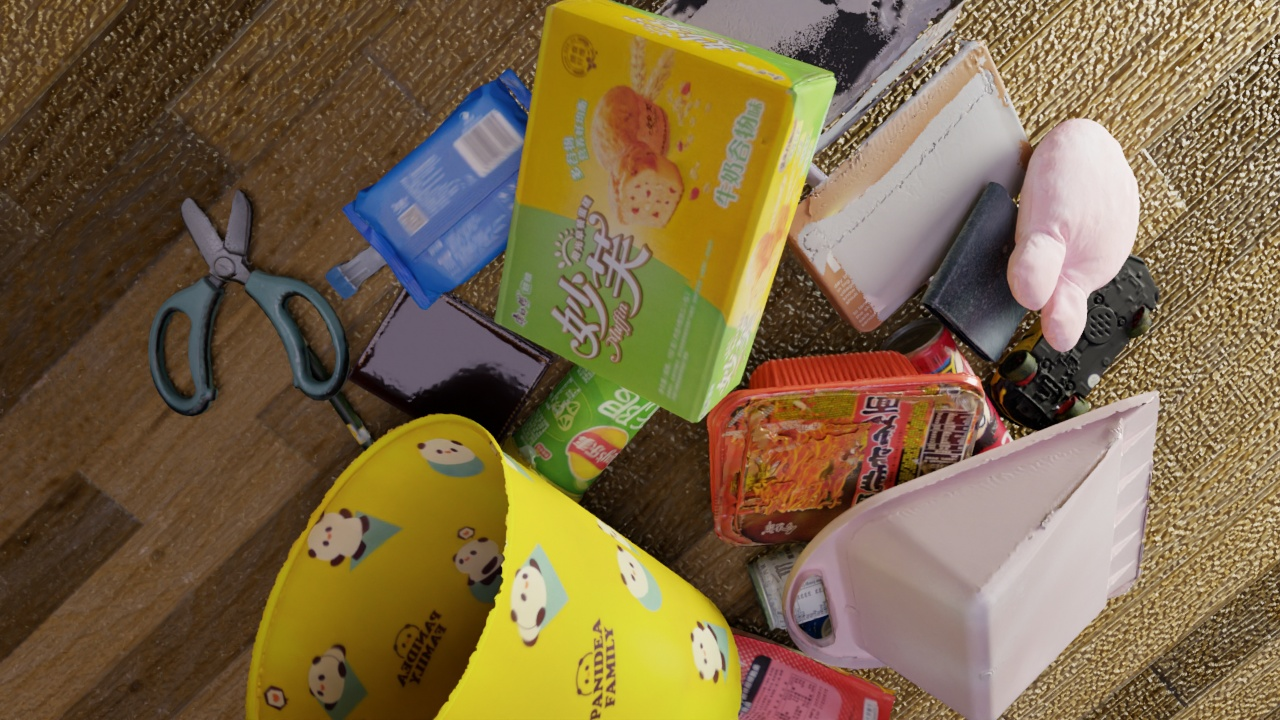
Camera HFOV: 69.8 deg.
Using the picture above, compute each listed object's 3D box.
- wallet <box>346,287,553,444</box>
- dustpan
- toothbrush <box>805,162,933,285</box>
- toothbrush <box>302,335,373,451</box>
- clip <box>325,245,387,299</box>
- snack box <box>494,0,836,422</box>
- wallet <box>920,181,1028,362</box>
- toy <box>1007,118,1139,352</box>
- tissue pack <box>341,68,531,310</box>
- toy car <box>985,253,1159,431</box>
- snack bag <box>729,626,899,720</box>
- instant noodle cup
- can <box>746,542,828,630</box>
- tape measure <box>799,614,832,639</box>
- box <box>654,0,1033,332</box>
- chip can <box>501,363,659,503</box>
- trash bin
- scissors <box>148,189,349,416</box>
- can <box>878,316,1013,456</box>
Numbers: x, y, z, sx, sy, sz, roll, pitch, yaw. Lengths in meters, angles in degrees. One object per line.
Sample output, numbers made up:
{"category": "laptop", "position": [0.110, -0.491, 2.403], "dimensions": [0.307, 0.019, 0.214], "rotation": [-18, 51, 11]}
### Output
{"category": "wallet", "position": [-0.140, 0.006, 0.683], "dimensions": [0.122, 0.020, 0.096], "rotation": [33, 95, -11]}
{"category": "dustpan", "position": [0.248, 0.143, 0.691], "dimensions": [0.272, 0.139, 0.223], "rotation": [-35, 130, -23]}
{"category": "toothbrush", "position": [0.168, -0.104, 0.680], "dimensions": [0.189, 0.029, 0.021], "rotation": [37, 136, -12]}
{"category": "toothbrush", "position": [-0.215, 0.046, 0.690], "dimensions": [0.012, 0.017, 0.186], "rotation": [-29, 103, 5]}
{"category": "clip", "position": [-0.199, -0.068, 0.660], "dimensions": [0.057, 0.029, 0.025], "rotation": [-33, 103, 14]}
{"category": "snack box", "position": [0.007, -0.089, 0.552], "dimensions": [0.158, 0.069, 0.210], "rotation": [26, 120, 20]}
{"category": "wallet", "position": [0.257, -0.060, 0.667], "dimensions": [0.120, 0.019, 0.097], "rotation": [29, 93, -43]}
{"category": "toy", "position": [0.299, -0.088, 0.638], "dimensions": [0.121, 0.054, 0.159], "rotation": [44, 65, -28]}
{"category": "tissue pack", "position": [-0.119, -0.116, 0.633], "dimensions": [0.157, 0.052, 0.095], "rotation": [-40, 103, 3]}
{"category": "toy car", "position": [0.334, -0.014, 0.705], "dimensions": [0.071, 0.041, 0.156], "rotation": [38, 91, -13]}
{"category": "snack bag", "position": [0.096, 0.280, 0.755], "dimensions": [0.208, 0.073, 0.129], "rotation": [19, 114, -5]}
{"category": "instant noodle cup", "position": [0.140, 0.062, 0.669], "dimensions": [0.189, 0.079, 0.165], "rotation": [-4, 131, -1]}
{"category": "can", "position": [0.162, 0.166, 0.730], "dimensions": [0.147, 0.058, 0.058], "rotation": [-18, 105, 0]}
{"category": "tape measure", "position": [0.167, 0.218, 0.761], "dimensions": [0.058, 0.025, 0.054], "rotation": [43, 95, -18]}
{"category": "box", "position": [0.141, -0.164, 0.607], "dimensions": [0.179, 0.124, 0.274], "rotation": [-43, 105, 2]}
{"category": "chip can", "position": [-0.004, 0.004, 0.666], "dimensions": [0.072, 0.072, 0.221], "rotation": [39, 98, -13]}
{"category": "trash bin", "position": [-0.078, 0.193, 0.605], "dimensions": [0.230, 0.229, 0.255], "rotation": [-47, 128, 7]}
{"category": "scissors", "position": [-0.298, -0.026, 0.655], "dimensions": [0.179, 0.019, 0.172], "rotation": [-32, 97, 11]}
{"category": "can", "position": [0.239, 0.035, 0.704], "dimensions": [0.053, 0.053, 0.133], "rotation": [-34, 105, 4]}
